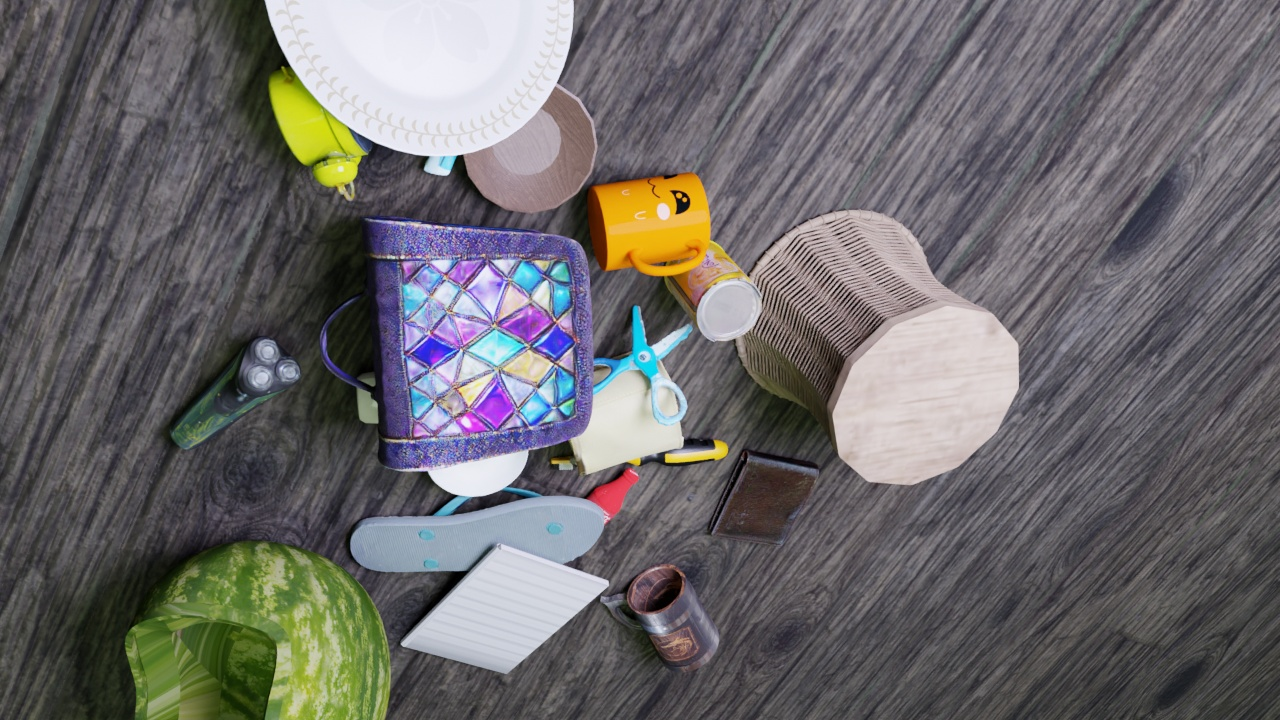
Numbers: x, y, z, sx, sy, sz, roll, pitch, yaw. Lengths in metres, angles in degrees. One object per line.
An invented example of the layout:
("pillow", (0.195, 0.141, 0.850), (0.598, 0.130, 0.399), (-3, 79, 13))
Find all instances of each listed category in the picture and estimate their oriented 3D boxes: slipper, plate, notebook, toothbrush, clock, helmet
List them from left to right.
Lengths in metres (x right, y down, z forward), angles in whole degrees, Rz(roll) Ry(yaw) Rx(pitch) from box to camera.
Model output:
("helmet", (-0.355, 0.294, 0.874), (0.214, 0.247, 0.243), (-24, 165, 20))
("clock", (-0.247, -0.185, 0.728), (0.057, 0.083, 0.119), (-17, 119, -2))
("plate", (-0.162, -0.281, 0.701), (0.242, 0.016, 0.243), (-8, 105, -30))
("plate", (-0.168, 0.090, 0.941), (0.104, 0.026, 0.104), (-7, 120, -13))
("slipper", (-0.172, 0.183, 0.987), (0.269, 0.054, 0.098), (-7, 123, -1))
("notebook", (-0.155, 0.285, 1.032), (0.142, 0.009, 0.210), (26, 124, -29))
("toothbrush", (0.000, 0.103, 1.002), (0.196, 0.031, 0.031), (-3, 109, -11))

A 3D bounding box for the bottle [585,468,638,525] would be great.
("bottle", (-0.048, 0.165, 1.015), (0.119, 0.036, 0.036), (-46, 121, 10))

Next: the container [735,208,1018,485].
("container", (0.234, -0.010, 0.909), (0.226, 0.196, 0.227), (-8, 120, -13))

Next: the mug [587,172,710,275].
("mug", (0.011, -0.115, 0.831), (0.096, 0.112, 0.078), (-10, 140, -12))

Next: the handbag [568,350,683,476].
("handbag", (-0.025, 0.058, 0.941), (0.119, 0.081, 0.111), (-19, 130, -8))

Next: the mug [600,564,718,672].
("mug", (0.022, 0.311, 1.104), (0.116, 0.079, 0.107), (-13, 124, 21))

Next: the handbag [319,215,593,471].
("handbag", (-0.160, -0.022, 0.791), (0.221, 0.125, 0.205), (-4, 101, -16))

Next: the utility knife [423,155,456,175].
("utility knife", (-0.138, -0.239, 0.774), (0.022, 0.015, 0.181), (19, 109, -29))

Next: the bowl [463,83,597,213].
("bowl", (-0.098, -0.190, 0.803), (0.117, 0.030, 0.118), (-8, 120, -13))

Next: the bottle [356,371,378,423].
("bottle", (-0.197, 0.031, 0.884), (0.146, 0.051, 0.051), (-4, 119, -16))

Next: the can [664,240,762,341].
("can", (0.068, -0.069, 0.879), (0.067, 0.105, 0.068), (-8, 120, -13))

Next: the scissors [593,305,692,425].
("scissors", (-0.007, 0.006, 0.895), (0.137, 0.134, 0.011), (-8, 156, -2))

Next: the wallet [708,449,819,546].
("wallet", (0.146, 0.165, 1.081), (0.099, 0.031, 0.120), (13, 115, -20))

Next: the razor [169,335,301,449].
("razor", (-0.371, 0.035, 0.826), (0.152, 0.067, 0.054), (-36, 108, 14))
